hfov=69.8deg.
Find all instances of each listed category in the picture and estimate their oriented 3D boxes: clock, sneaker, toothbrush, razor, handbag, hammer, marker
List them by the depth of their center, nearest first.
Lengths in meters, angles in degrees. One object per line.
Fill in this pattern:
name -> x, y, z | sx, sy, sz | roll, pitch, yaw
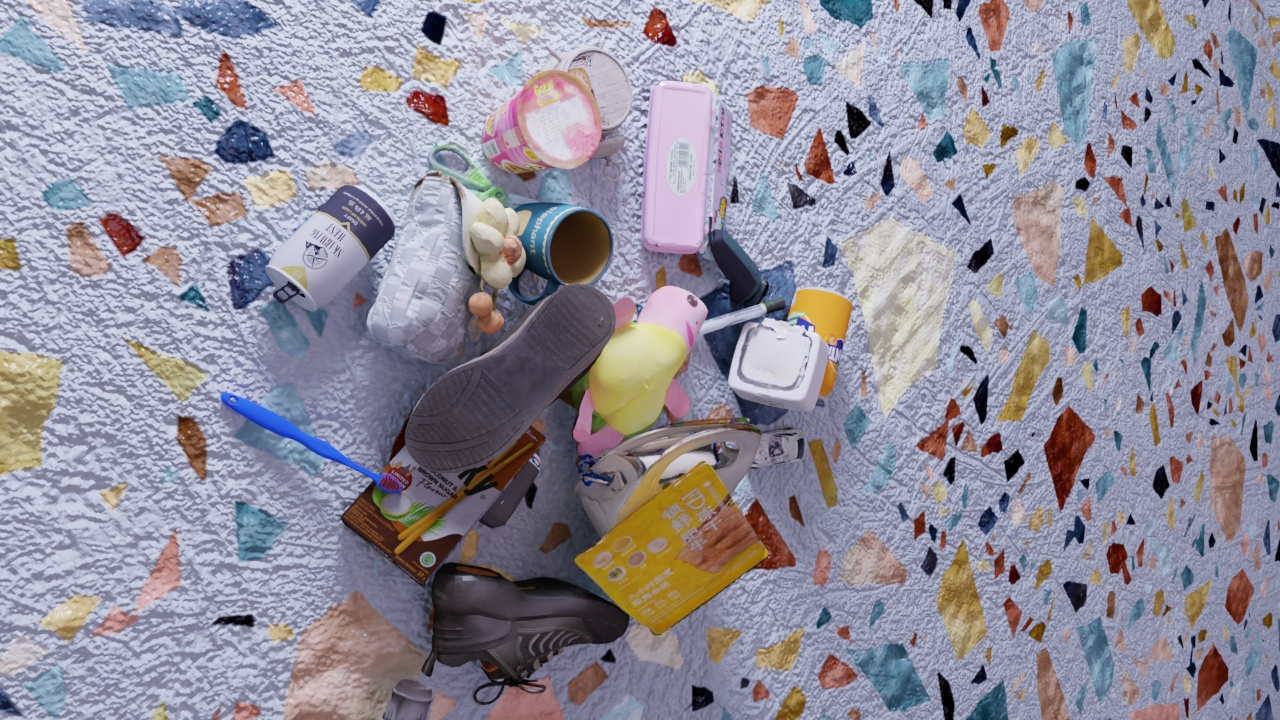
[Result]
toothbrush -> -0.300, 0.077, 0.846 | 0.182, 0.018, 0.016 | 33, 65, -18
hammer -> -0.259, 0.463, 0.850 | 0.190, 0.101, 0.324 | 24, 77, -34
handbag -> -0.180, -0.078, 0.886 | 0.171, 0.123, 0.112 | -71, 157, -10
sneaker -> -0.125, 0.019, 0.902 | 0.095, 0.120, 0.234 | 44, 86, -1
sneaker -> -0.117, 0.301, 0.952 | 0.237, 0.101, 0.143 | 19, 81, -34
handbag -> 0.032, 0.111, 1.003 | 0.200, 0.200, 0.093 | -9, 58, -38
clock -> -0.050, -0.276, 1.017 | 0.103, 0.061, 0.157 | -26, 103, -33
razor -> 0.117, -0.112, 1.126 | 0.143, 0.052, 0.047 | 46, 41, -48
marker -> 0.113, -0.052, 1.137 | 0.146, 0.017, 0.017 | -17, 101, -14

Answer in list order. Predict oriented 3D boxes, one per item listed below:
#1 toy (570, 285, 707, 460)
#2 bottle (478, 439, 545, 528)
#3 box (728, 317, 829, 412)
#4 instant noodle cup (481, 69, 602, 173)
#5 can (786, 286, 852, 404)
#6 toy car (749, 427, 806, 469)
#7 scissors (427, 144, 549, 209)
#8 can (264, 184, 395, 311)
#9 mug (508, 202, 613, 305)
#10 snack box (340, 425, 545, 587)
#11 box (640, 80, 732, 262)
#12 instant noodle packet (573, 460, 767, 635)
toy -> -0.006, 0.006, 1.034 | 0.237, 0.088, 0.190 | -54, 130, -23
bottle -> -0.137, 0.122, 0.967 | 0.047, 0.047, 0.112 | 43, 66, -28
box -> 0.170, 0.002, 1.137 | 0.076, 0.107, 0.102 | 36, 69, -64
instant noodle cup -> -0.109, -0.237, 0.945 | 0.097, 0.109, 0.097 | 0, 90, -36
can -> 0.226, -0.020, 1.207 | 0.079, 0.079, 0.142 | 23, 77, -34
toy car -> 0.179, 0.115, 1.205 | 0.105, 0.033, 0.048 | -4, 94, -35
scissors -> -0.149, -0.182, 0.977 | 0.175, 0.033, 0.078 | 8, 84, -40
can -> -0.288, -0.101, 0.845 | 0.064, 0.064, 0.127 | 49, 64, -26
mug -> -0.099, -0.112, 0.955 | 0.084, 0.104, 0.112 | 28, 87, -44
snack box -> -0.192, 0.117, 0.909 | 0.101, 0.032, 0.185 | 38, 66, 2
box -> 0.068, -0.225, 1.099 | 0.149, 0.073, 0.201 | 4, 89, -36
instant noodle packet -> 0.030, 0.190, 0.963 | 0.163, 0.084, 0.222 | -34, 147, -1
